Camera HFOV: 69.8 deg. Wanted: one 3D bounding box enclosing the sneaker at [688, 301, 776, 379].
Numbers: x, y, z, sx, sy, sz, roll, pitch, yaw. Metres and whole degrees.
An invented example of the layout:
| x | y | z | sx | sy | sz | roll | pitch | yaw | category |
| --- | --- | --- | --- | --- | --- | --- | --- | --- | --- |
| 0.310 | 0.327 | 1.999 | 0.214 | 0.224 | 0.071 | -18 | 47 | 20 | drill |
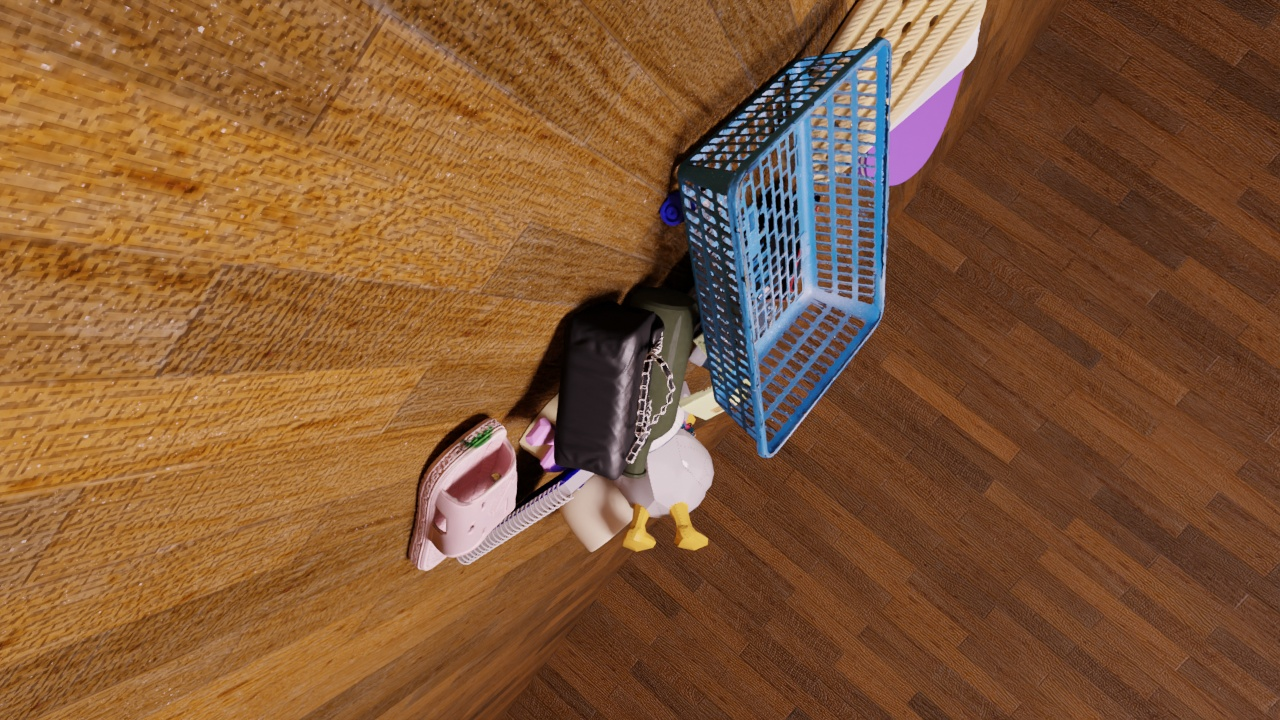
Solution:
| x | y | z | sx | sy | sz | roll | pitch | yaw | category |
| --- | --- | --- | --- | --- | --- | --- | --- | --- | --- |
| 0.162 | -0.064 | 1.369 | 0.236 | 0.087 | 0.089 | -55 | -176 | 27 | sneaker |

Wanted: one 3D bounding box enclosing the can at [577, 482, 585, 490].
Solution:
| x | y | z | sx | sy | sz | roll | pitch | yaw | category |
| --- | --- | --- | --- | --- | --- | --- | --- | --- | --- |
| -0.069 | 0.135 | 1.278 | 0.095 | 0.032 | 0.032 | -52 | 169 | 4 | can |

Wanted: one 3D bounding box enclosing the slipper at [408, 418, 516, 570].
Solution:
| x | y | z | sx | sy | sz | roll | pitch | yaw | category |
| --- | --- | --- | --- | --- | --- | --- | --- | --- | --- |
| -0.161 | 0.140 | 0.864 | 0.094 | 0.064 | 0.240 | -41 | 167 | -40 | slipper |

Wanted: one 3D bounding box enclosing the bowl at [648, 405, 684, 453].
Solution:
| x | y | z | sx | sy | sz | roll | pitch | yaw | category |
| --- | --- | --- | --- | --- | --- | --- | --- | --- | --- |
| -0.010 | 0.062 | 1.147 | 0.117 | 0.118 | 0.062 | -44 | 125 | -31 | bowl |

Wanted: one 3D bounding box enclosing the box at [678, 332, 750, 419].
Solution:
| x | y | z | sx | sy | sz | roll | pitch | yaw | category |
| --- | --- | --- | --- | --- | --- | --- | --- | --- | --- |
| 0.092 | 0.017 | 1.188 | 0.091 | 0.083 | 0.188 | -23 | 167 | 8 | box |

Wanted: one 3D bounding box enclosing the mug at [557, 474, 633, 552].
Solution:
| x | y | z | sx | sy | sz | roll | pitch | yaw | category |
| --- | --- | --- | --- | --- | --- | --- | --- | --- | --- |
| -0.061 | 0.207 | 1.357 | 0.119 | 0.100 | 0.096 | -37 | 176 | -42 | mug |

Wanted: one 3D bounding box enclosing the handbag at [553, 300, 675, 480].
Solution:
| x | y | z | sx | sy | sz | roll | pitch | yaw | category |
| --- | --- | --- | --- | --- | --- | --- | --- | --- | --- |
| -0.010 | 0.025 | 0.875 | 0.124 | 0.115 | 0.154 | -47 | 144 | -64 | handbag |

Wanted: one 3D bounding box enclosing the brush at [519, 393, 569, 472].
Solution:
| x | y | z | sx | sy | sz | roll | pitch | yaw | category |
| --- | --- | --- | --- | --- | --- | --- | --- | --- | --- |
| -0.091 | 0.072 | 0.969 | 0.089 | 0.043 | 0.228 | -51 | 169 | 0 | brush |

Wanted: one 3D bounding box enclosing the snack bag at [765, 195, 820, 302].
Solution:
| x | y | z | sx | sy | sz | roll | pitch | yaw | category |
| --- | --- | --- | --- | --- | --- | --- | --- | --- | --- |
| 0.206 | -0.155 | 1.264 | 0.075 | 0.018 | 0.155 | 10 | -96 | 70 | snack bag |

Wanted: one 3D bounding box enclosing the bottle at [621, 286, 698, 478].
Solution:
| x | y | z | sx | sy | sz | roll | pitch | yaw | category |
| --- | --- | --- | --- | --- | --- | --- | --- | --- | --- |
| 0.009 | 0.028 | 0.980 | 0.071 | 0.071 | 0.207 | -30 | 135 | -60 | bottle |

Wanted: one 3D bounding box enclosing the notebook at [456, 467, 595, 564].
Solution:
| x | y | z | sx | sy | sz | roll | pitch | yaw | category |
| --- | --- | --- | --- | --- | --- | --- | --- | --- | --- |
| -0.107 | 0.157 | 1.072 | 0.210 | 0.022 | 0.171 | -36 | 180 | 36 | notebook |

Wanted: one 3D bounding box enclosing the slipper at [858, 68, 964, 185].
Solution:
| x | y | z | sx | sy | sz | roll | pitch | yaw | category |
| --- | --- | --- | --- | --- | --- | --- | --- | --- | --- |
| 0.329 | -0.354 | 1.140 | 0.107 | 0.084 | 0.267 | 7 | 111 | -31 | slipper |

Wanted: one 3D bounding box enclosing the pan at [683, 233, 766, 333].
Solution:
| x | y | z | sx | sy | sz | roll | pitch | yaw | category |
| --- | --- | --- | --- | --- | --- | --- | --- | --- | --- |
| 0.057 | -0.048 | 1.148 | 0.186 | 0.055 | 0.358 | -52 | -177 | -25 | pan |

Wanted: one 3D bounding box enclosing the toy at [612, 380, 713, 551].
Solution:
| x | y | z | sx | sy | sz | roll | pitch | yaw | category |
| --- | --- | --- | --- | --- | --- | --- | --- | --- | --- |
| 0.032 | 0.130 | 1.295 | 0.247 | 0.141 | 0.267 | 63 | 26 | -63 | toy |

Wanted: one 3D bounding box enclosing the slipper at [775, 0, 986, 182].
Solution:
| x | y | z | sx | sy | sz | roll | pitch | yaw | category |
| --- | --- | --- | --- | --- | --- | --- | --- | --- | --- |
| 0.238 | -0.303 | 0.956 | 0.262 | 0.111 | 0.079 | -51 | -169 | 23 | slipper |

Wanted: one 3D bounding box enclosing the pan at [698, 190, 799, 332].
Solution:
| x | y | z | sx | sy | sz | roll | pitch | yaw | category |
| --- | --- | --- | --- | --- | --- | --- | --- | --- | --- |
| 0.137 | -0.100 | 1.134 | 0.226 | 0.034 | 0.355 | -55 | -178 | 25 | pan |

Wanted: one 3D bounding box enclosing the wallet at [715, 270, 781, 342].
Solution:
| x | y | z | sx | sy | sz | roll | pitch | yaw | category |
| --- | --- | --- | --- | --- | --- | --- | --- | --- | --- |
| 0.147 | -0.073 | 1.267 | 0.123 | 0.019 | 0.072 | -54 | -177 | 39 | wallet |

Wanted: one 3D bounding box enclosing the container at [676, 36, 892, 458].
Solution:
| x | y | z | sx | sy | sz | roll | pitch | yaw | category |
| --- | --- | --- | --- | --- | --- | --- | --- | --- | --- |
| 0.147 | -0.108 | 0.915 | 0.256 | 0.089 | 0.363 | -46 | 143 | -28 | container |

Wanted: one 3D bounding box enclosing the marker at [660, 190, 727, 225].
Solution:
| x | y | z | sx | sy | sz | roll | pitch | yaw | category |
| --- | --- | --- | --- | --- | --- | --- | --- | --- | --- |
| 0.058 | -0.153 | 0.888 | 0.132 | 0.023 | 0.027 | -31 | 136 | -59 | marker |

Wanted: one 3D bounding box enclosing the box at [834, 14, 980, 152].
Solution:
| x | y | z | sx | sy | sz | roll | pitch | yaw | category |
| --- | --- | --- | --- | --- | --- | --- | --- | --- | --- |
| 0.303 | -0.312 | 1.043 | 0.215 | 0.122 | 0.083 | -47 | -147 | -2 | box |
